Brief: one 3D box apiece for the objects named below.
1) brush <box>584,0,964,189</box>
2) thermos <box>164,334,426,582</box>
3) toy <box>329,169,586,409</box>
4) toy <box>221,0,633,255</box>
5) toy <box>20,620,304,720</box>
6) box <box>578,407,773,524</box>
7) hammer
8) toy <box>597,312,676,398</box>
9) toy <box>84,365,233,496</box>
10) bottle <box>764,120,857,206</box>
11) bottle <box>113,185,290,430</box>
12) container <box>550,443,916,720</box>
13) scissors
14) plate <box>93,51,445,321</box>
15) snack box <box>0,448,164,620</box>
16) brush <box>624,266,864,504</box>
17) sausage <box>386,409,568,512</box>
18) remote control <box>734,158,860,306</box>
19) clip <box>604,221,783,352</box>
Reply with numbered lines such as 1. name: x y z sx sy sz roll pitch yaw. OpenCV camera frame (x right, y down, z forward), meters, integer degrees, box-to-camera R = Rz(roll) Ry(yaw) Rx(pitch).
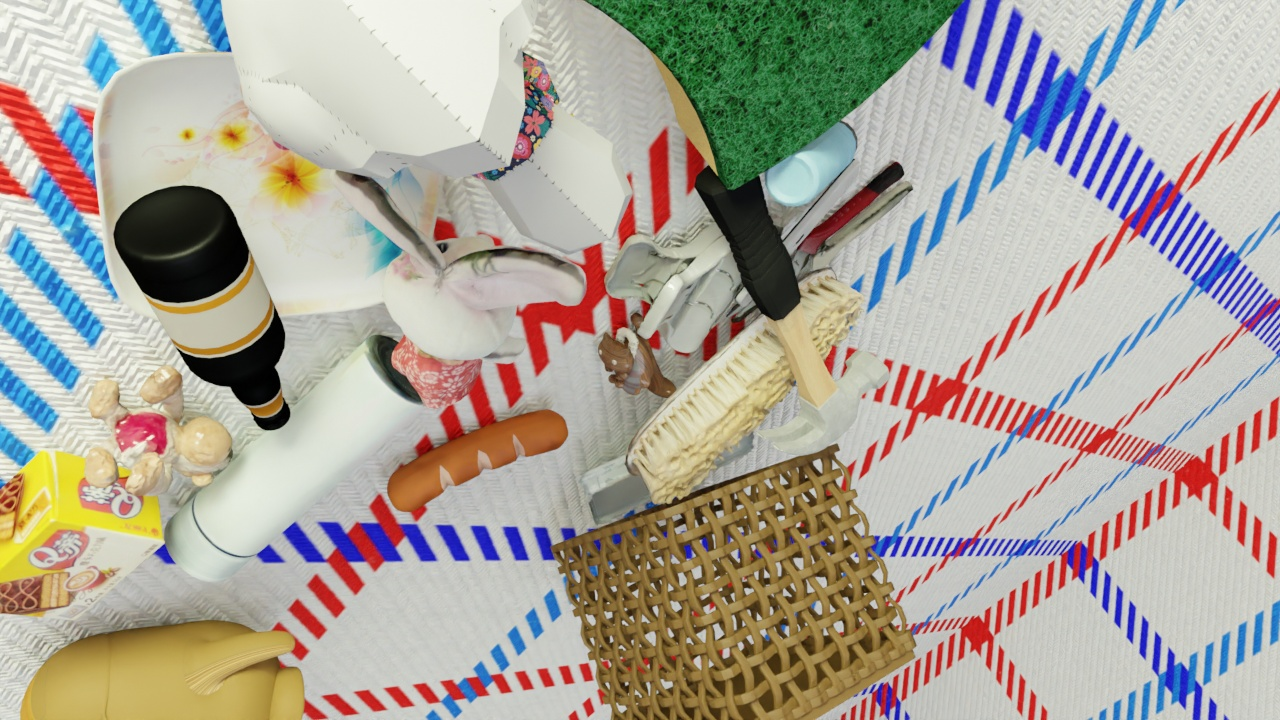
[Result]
1. brush: 0.064 -0.231 0.513 0.195 0.075 0.250 -39 146 13
2. thermos: -0.255 0.075 0.684 0.230 0.068 0.068 -39 146 15
3. toy: -0.119 -0.034 0.580 0.159 0.084 0.195 23 151 1
4. toy: -0.093 -0.134 0.416 0.141 0.246 0.267 -43 118 7
5. toy: -0.413 0.300 0.791 0.203 0.162 0.199 18 122 -36
6. box: 0.035 0.102 0.967 0.209 0.061 0.193 -24 165 -8
7. hammer: 0.118 -0.036 0.741 0.131 0.039 0.328 -44 137 -10
8. toy: -0.005 0.005 0.808 0.054 0.041 0.102 -44 143 -20
9. toy: -0.313 0.060 0.611 0.074 0.085 0.106 -12 158 10
10. bottle: 0.127 -0.146 0.663 0.040 0.040 0.129 -58 172 35
11. bottle: -0.243 -0.017 0.543 0.059 0.059 0.182 -20 146 -16
12. container: 0.085 0.239 0.927 0.219 0.214 0.252 -15 171 -34
13. scissors: 0.155 -0.103 0.803 0.187 0.015 0.147 -20 143 -18
14. plate: -0.209 -0.097 0.535 0.186 0.016 0.187 -8 141 -30
15. snack box: -0.402 0.123 0.637 0.106 0.061 0.083 -39 146 12
16. brush: 0.095 0.020 0.842 0.271 0.056 0.083 -42 147 -7
17. sausage: -0.142 0.084 0.801 0.164 0.044 0.039 -23 157 -11
18. remote control: 0.128 -0.103 0.752 0.147 0.008 0.045 -50 170 5
19. clip: 0.045 -0.061 0.747 0.143 0.074 0.125 -8 140 -46
